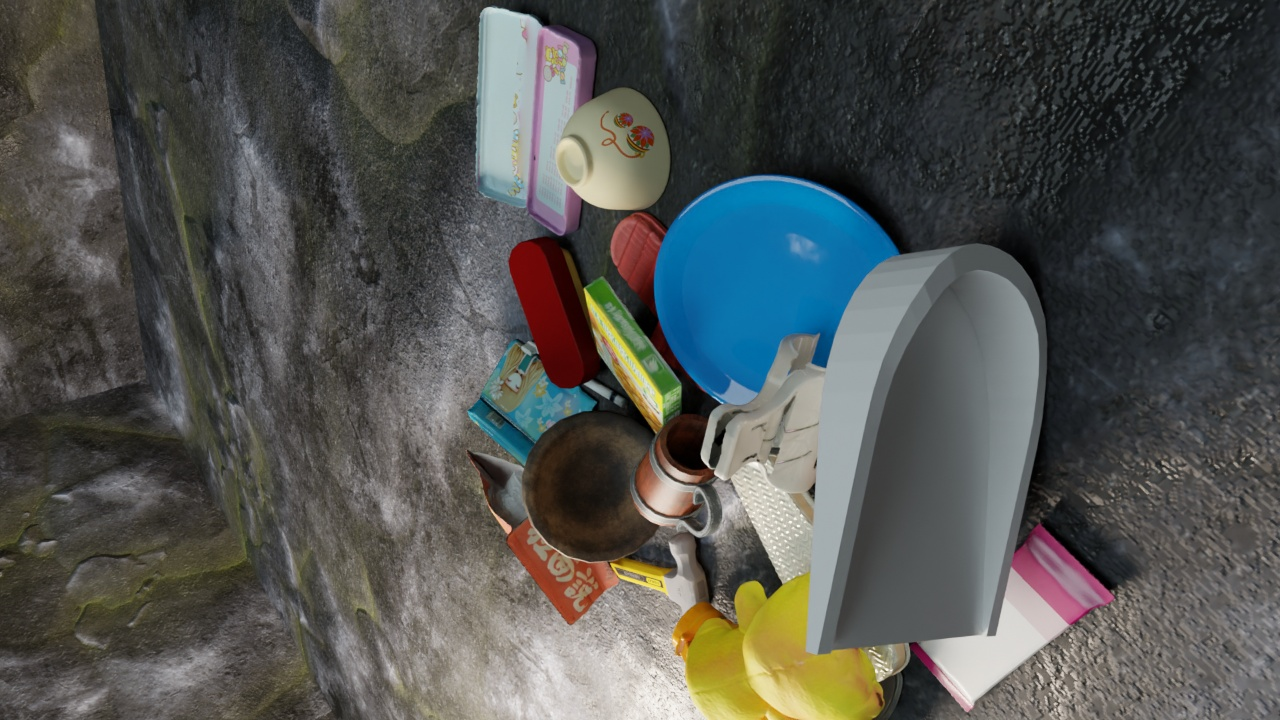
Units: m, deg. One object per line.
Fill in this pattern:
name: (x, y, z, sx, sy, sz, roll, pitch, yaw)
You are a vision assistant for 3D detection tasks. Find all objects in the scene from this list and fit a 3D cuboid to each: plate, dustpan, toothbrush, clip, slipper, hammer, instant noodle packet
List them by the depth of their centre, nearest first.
dustpan: (0.199, 0.056, 0.594, 0.053, 0.191, 0.257, -3, 81, 52)
clip: (0.109, 0.044, 0.743, 0.105, 0.151, 0.127, -117, 30, -52)
plate: (0.117, -0.047, 0.761, 0.224, 0.024, 0.225, 14, 122, 23)
slipper: (0.155, 0.159, 0.834, 0.272, 0.054, 0.115, 58, 145, 27)
slipper: (0.039, -0.043, 0.872, 0.248, 0.059, 0.104, 49, 139, 26)
toothbrush: (-0.081, 0.016, 1.085, 0.187, 0.017, 0.012, 29, 139, 40)
hammer: (-0.030, 0.254, 1.136, 0.324, 0.029, 0.127, 0, 107, 52)
instant noodle packet: (-0.143, 0.206, 1.148, 0.221, 0.083, 0.164, 25, 151, 55)

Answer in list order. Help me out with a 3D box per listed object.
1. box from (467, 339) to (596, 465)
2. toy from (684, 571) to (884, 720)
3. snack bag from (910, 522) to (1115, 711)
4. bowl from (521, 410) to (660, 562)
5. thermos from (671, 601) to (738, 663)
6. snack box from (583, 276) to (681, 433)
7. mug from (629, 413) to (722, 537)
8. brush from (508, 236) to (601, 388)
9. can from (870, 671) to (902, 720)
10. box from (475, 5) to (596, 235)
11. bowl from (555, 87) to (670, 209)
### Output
box: (-0.122, 0.097, 1.129, 0.227, 0.086, 0.169, 34, 132, 37)
toy: (0.113, 0.261, 0.804, 0.194, 0.087, 0.134, -36, 67, 48)
snack bag: (0.285, 0.208, 0.724, 0.070, 0.016, 0.197, 50, 139, 26)
bowl: (-0.051, 0.134, 1.002, 0.070, 0.162, 0.162, 177, 73, -76)
thermos: (0.128, 0.334, 0.926, 0.233, 0.076, 0.091, 34, 176, 38)
snack box: (-0.005, 0.005, 0.916, 0.132, 0.027, 0.168, 55, 170, 18)
mug: (0.044, 0.123, 0.905, 0.111, 0.081, 0.117, 112, 143, -56)
brush: (-0.092, -0.056, 1.041, 0.082, 0.041, 0.173, -14, 97, 53)
can: (0.175, 0.288, 0.859, 0.121, 0.067, 0.067, 22, 124, 44)
box: (-0.115, -0.252, 0.973, 0.151, 0.040, 0.215, 28, 129, 25)
bowl: (-0.038, -0.195, 0.877, 0.118, 0.073, 0.118, 27, 127, 42)
